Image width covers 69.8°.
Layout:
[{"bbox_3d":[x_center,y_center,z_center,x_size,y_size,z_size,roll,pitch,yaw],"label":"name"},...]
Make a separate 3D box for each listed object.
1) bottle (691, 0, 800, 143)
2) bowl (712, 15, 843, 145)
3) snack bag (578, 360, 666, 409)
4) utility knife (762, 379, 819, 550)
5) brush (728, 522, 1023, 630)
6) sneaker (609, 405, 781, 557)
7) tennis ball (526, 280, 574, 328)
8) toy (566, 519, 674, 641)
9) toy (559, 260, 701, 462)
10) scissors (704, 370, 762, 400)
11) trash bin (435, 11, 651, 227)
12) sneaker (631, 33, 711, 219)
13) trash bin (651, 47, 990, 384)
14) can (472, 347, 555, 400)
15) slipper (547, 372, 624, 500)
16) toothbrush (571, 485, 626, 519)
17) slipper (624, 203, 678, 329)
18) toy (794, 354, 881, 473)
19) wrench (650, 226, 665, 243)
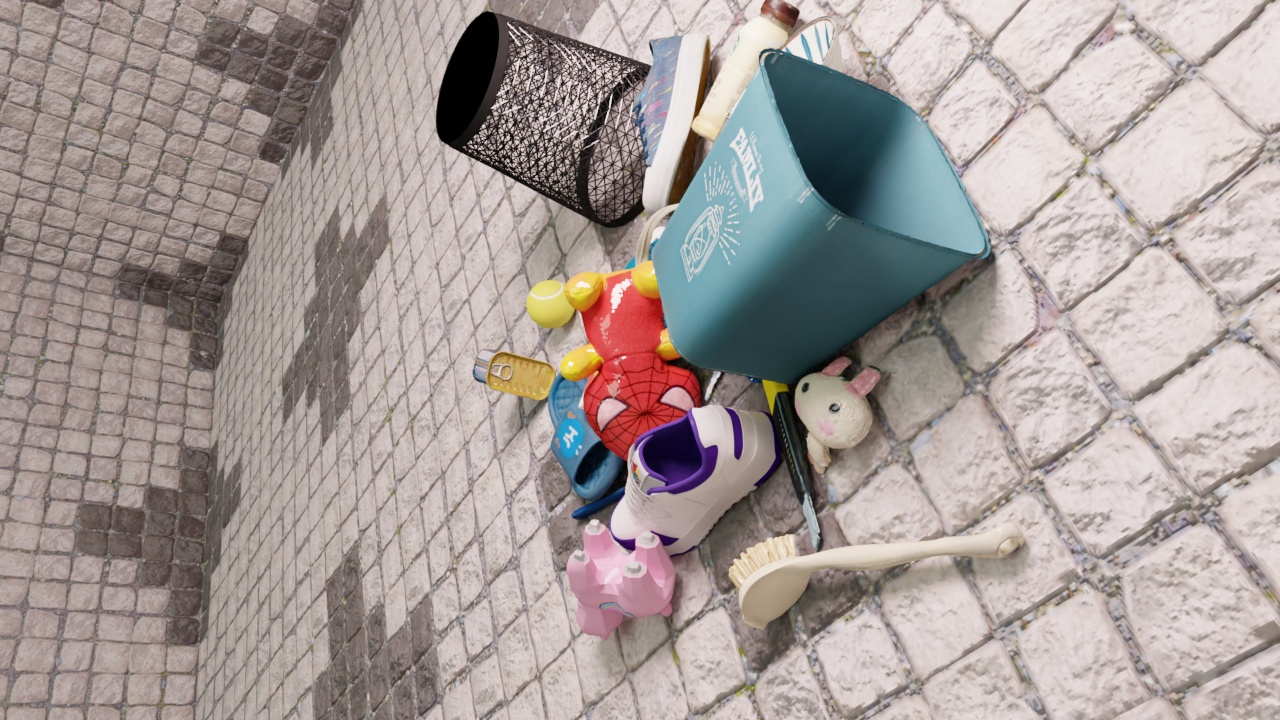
[{"bbox_3d":[0.117,-0.313,1.000,0.162,0.056,0.056,-62,37,19],"label":"bottle"},{"bbox_3d":[0.149,-0.238,0.893,0.178,0.071,0.177,-48,20,24],"label":"bowl"},{"bbox_3d":[-0.018,0.017,1.057,0.077,0.036,0.116,23,98,17],"label":"snack bag"},{"bbox_3d":[0.139,0.076,0.849,0.029,0.020,0.202,105,157,-62],"label":"utility knife"},{"bbox_3d":[0.179,0.164,0.743,0.273,0.062,0.077,-26,61,43],"label":"brush"},{"bbox_3d":[0.024,0.125,0.918,0.245,0.111,0.091,-45,44,36],"label":"sneaker"},{"bbox_3d":[-0.121,-0.076,1.238,0.065,0.065,0.065,-25,58,48],"label":"tennis ball"},{"bbox_3d":[-0.025,0.239,0.959,0.123,0.158,0.067,10,43,19],"label":"toy"},{"bbox_3d":[-0.006,0.006,0.977,0.098,0.148,0.216,-51,-47,-76],"label":"toy"},{"bbox_3d":[0.096,-0.012,0.954,0.133,0.014,0.127,44,114,50],"label":"scissors"},{"bbox_3d":[-0.109,-0.307,1.150,0.218,0.243,0.216,-25,58,48],"label":"trash bin"},{"bbox_3d":[0.026,-0.274,1.070,0.087,0.079,0.235,64,-144,-72],"label":"sneaker"},{"bbox_3d":[0.134,-0.106,0.794,0.219,0.199,0.196,-49,40,42],"label":"trash bin"},{"bbox_3d":[-0.174,0.017,1.248,0.059,0.099,0.054,15,89,57],"label":"can"},{"bbox_3d":[-0.079,0.088,1.126,0.104,0.059,0.213,-61,35,23],"label":"slipper"},{"bbox_3d":[-0.022,0.149,1.060,0.191,0.016,0.017,-35,43,43],"label":"toothbrush"},{"bbox_3d":[0.050,-0.112,1.005,0.296,0.060,0.118,-33,64,48],"label":"slipper"},{"bbox_3d":[0.167,0.046,0.806,0.112,0.050,0.087,-61,35,13],"label":"toy"},{"bbox_3d":[0.091,-0.146,1.015,0.274,0.009,0.047,-7,72,54],"label":"wrench"}]
